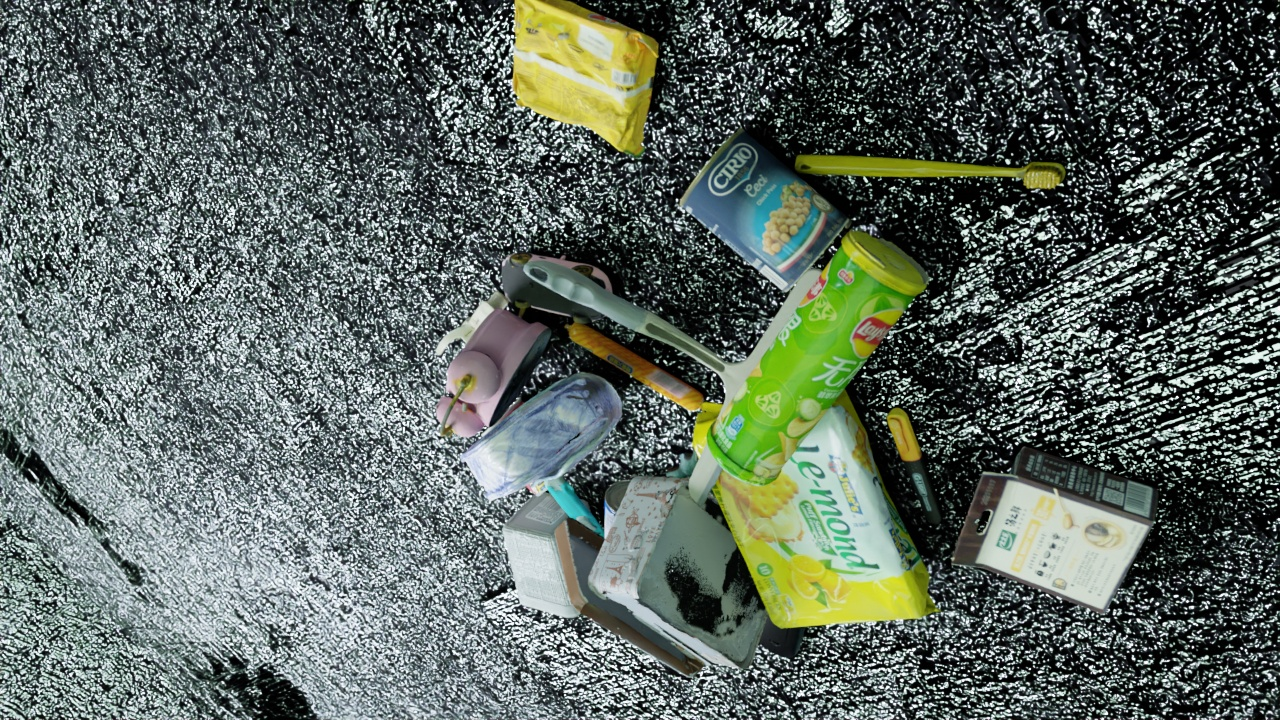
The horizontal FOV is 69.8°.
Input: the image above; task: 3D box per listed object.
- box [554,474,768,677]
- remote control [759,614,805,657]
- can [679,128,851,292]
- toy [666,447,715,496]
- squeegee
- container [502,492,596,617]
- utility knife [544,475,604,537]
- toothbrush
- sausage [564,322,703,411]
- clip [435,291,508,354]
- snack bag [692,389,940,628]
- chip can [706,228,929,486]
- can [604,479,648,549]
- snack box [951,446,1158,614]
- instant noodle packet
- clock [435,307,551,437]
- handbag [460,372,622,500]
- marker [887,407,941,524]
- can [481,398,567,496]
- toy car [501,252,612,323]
[{"bbox_3d":[0.014,0.223,0.938,0.182,0.152,0.178,42,152,-30],"label":"box"},{"bbox_3d":[0.153,0.283,1.000,0.053,0.024,0.137,19,130,21],"label":"remote control"},{"bbox_3d":[0.096,-0.114,0.709,0.111,0.075,0.076,40,135,2],"label":"can"},{"bbox_3d":[0.070,0.127,0.940,0.097,0.030,0.092,-20,104,49],"label":"toy"},{"bbox_3d":[0.005,-0.030,0.829,0.246,0.039,0.247,29,114,8],"label":"squeegee"},{"bbox_3d":[-0.101,0.225,1.086,0.090,0.090,0.114,5,122,31],"label":"container"},{"bbox_3d":[-0.060,0.182,1.031,0.029,0.013,0.208,-8,141,19],"label":"utility knife"},{"bbox_3d":[0.202,-0.137,0.662,0.190,0.016,0.016,9,126,29],"label":"toothbrush"},{"bbox_3d":[-0.005,0.005,0.904,0.165,0.021,0.022,31,134,12],"label":"sausage"},{"bbox_3d":[-0.183,-0.025,0.970,0.035,0.083,0.105,46,146,-3],"label":"clip"},{"bbox_3d":[0.159,0.136,0.849,0.158,0.068,0.246,-17,103,37],"label":"snack bag"},{"bbox_3d":[0.133,0.004,0.731,0.072,0.072,0.222,35,117,7],"label":"chip can"},{"bbox_3d":[-0.014,0.200,1.031,0.053,0.053,0.135,19,131,22],"label":"can"},{"bbox_3d":[0.334,0.137,0.750,0.126,0.053,0.113,20,131,22],"label":"snack box"},{"bbox_3d":[-0.044,-0.234,0.739,0.128,0.044,0.111,29,140,18],"label":"instant noodle packet"},{"bbox_3d":[-0.152,0.015,0.913,0.060,0.158,0.117,31,138,0],"label":"clock"},{"bbox_3d":[-0.098,0.078,0.890,0.075,0.134,0.194,55,162,-2],"label":"handbag"},{"bbox_3d":[0.242,0.096,0.808,0.018,0.015,0.124,-5,120,41],"label":"marker"},{"bbox_3d":[-0.123,0.095,1.018,0.094,0.066,0.067,47,135,-4],"label":"can"},{"bbox_3d":[-0.080,-0.073,0.885,0.122,0.037,0.056,15,119,27],"label":"toy car"}]
